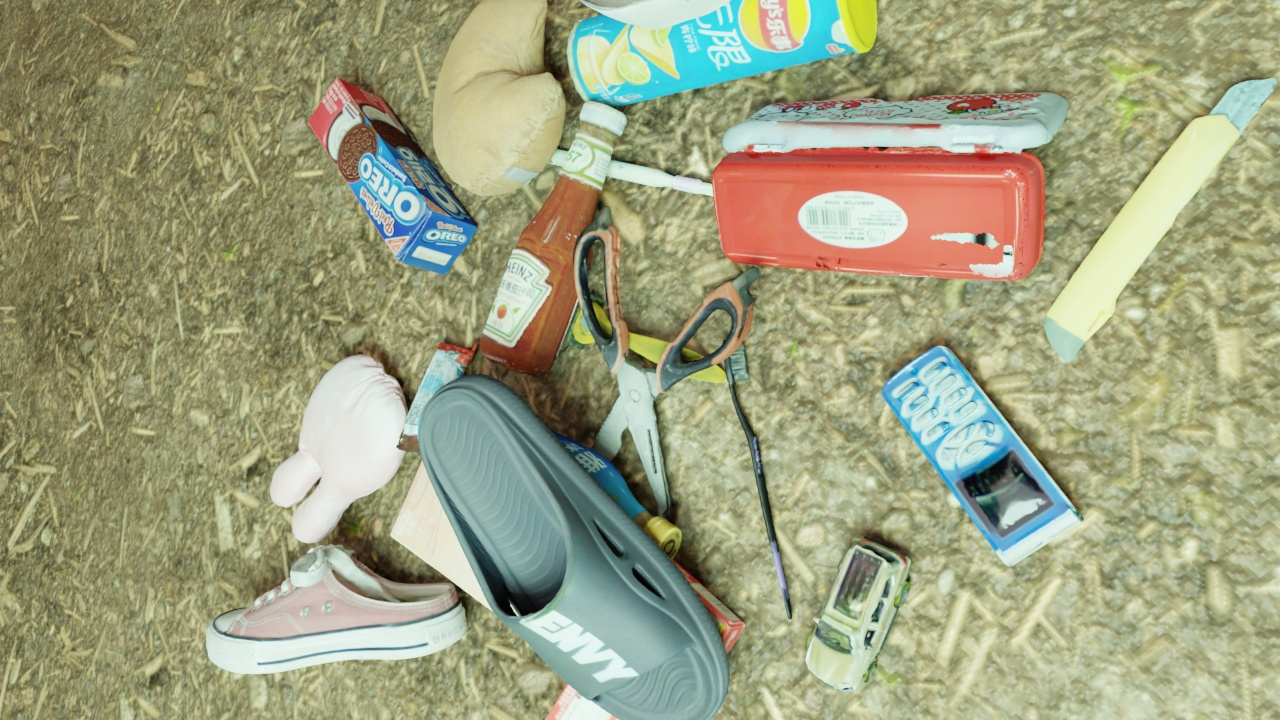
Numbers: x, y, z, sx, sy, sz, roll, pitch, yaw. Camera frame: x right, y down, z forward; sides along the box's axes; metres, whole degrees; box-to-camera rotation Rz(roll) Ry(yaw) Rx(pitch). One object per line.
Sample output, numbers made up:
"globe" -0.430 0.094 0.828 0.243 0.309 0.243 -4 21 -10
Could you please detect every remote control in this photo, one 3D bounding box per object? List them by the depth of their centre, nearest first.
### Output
"remote control" 0.192 0.051 0.526 0.049 0.024 0.125 -40 61 19

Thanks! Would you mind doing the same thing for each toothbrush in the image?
"toothbrush" 0.079 0.073 0.600 0.017 0.014 0.188 -16 71 16
"toothbrush" -0.003 -0.140 0.692 0.190 0.029 0.020 21 49 35

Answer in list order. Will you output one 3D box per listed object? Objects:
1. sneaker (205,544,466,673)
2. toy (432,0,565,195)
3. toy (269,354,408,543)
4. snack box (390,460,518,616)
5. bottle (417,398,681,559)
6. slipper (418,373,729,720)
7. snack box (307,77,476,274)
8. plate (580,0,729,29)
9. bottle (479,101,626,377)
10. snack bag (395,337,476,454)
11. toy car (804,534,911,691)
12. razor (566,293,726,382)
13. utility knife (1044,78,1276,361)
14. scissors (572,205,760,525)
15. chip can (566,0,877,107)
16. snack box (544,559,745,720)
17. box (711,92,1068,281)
"sneaker" -0.248 0.189 0.727 0.241 0.118 0.088 -11 92 24
"toy" -0.117 -0.240 0.752 0.144 0.082 0.225 -26 58 33
"toy" -0.257 0.074 0.784 0.159 0.054 0.121 -51 57 9
"snack box" -0.120 0.133 0.703 0.157 0.026 0.084 25 93 34
"bottle" -0.066 0.083 0.646 0.219 0.065 0.065 26 94 32
"slipper" -0.061 0.129 0.565 0.111 0.083 0.268 -44 80 29
"snack box" -0.222 -0.165 0.812 0.057 0.058 0.207 -48 60 18
"plate" 0.079 -0.301 0.614 0.265 0.034 0.162 -37 39 -3
"bottle" -0.061 -0.090 0.687 0.060 0.059 0.206 25 97 33
"snack bag" -0.164 0.027 0.741 0.045 0.026 0.105 8 68 30
"toy car" 0.125 0.150 0.542 0.042 0.035 0.090 23 95 34
"razor" 0.003 -0.010 0.658 0.133 0.028 0.043 23 89 32
"utility knife" 0.279 -0.079 0.501 0.031 0.019 0.179 40 108 27
"scissors" -0.001 0.002 0.634 0.189 0.015 0.226 48 119 20
"chip can" 0.053 -0.229 0.645 0.211 0.071 0.071 -4 78 32
"snack box" -0.001 0.213 0.613 0.075 0.025 0.153 36 100 32
"box" 0.153 -0.112 0.577 0.201 0.100 0.095 8 125 32
